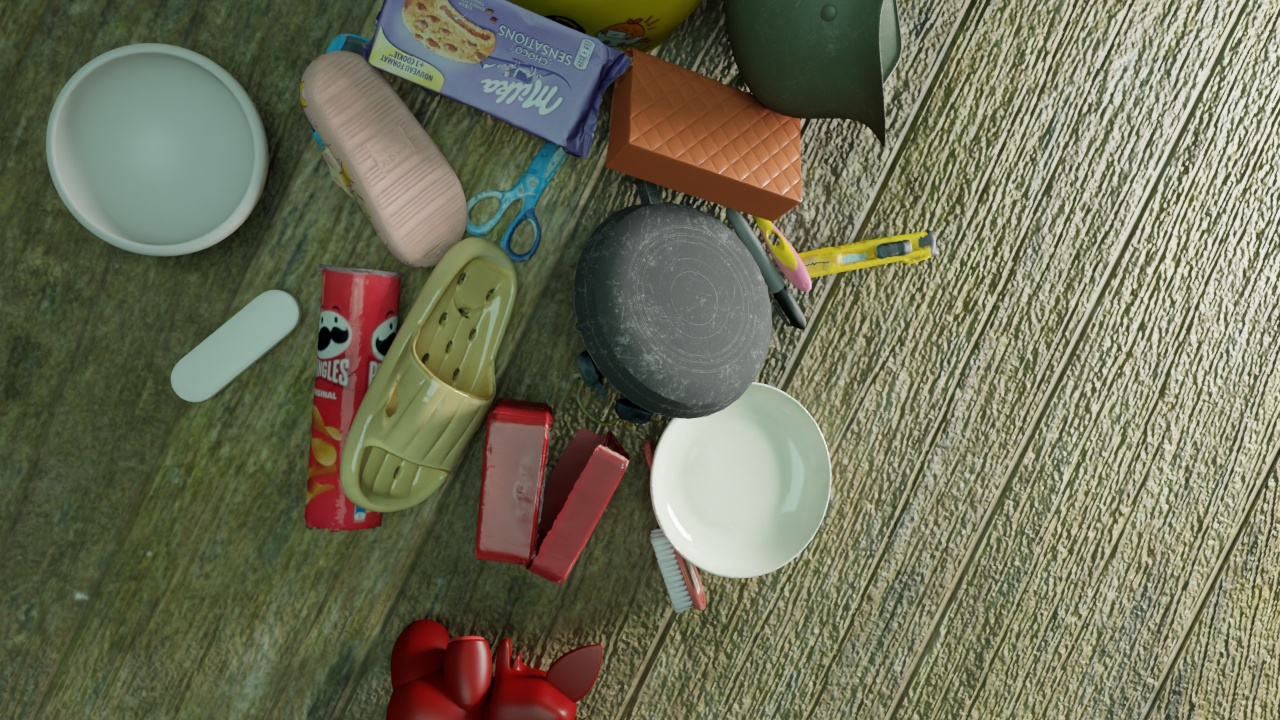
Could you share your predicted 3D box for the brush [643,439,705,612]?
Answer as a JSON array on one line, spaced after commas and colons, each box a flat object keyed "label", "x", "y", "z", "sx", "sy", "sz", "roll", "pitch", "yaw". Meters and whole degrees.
[{"label": "brush", "x": 0.023, "y": 0.160, "z": 0.876, "sx": 0.030, "sy": 0.041, "sz": 0.172, "roll": -17, "pitch": 93, "yaw": 11}]

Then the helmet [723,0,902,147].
[{"label": "helmet", "x": 0.149, "y": -0.307, "z": 0.782, "sx": 0.154, "sy": 0.227, "sz": 0.267, "roll": -7, "pitch": 82, "yaw": 13}]

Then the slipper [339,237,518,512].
[{"label": "slipper", "x": -0.165, "y": 0.018, "z": 0.804, "sx": 0.111, "sy": 0.079, "sz": 0.261, "roll": 31, "pitch": 78, "yaw": -47}]

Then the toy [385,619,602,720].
[{"label": "toy", "x": -0.133, "y": 0.323, "z": 0.830, "sx": 0.197, "sy": 0.120, "sz": 0.158, "roll": 2, "pitch": 91, "yaw": 4}]

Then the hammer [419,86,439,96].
[{"label": "hammer", "x": -0.265, "y": -0.380, "z": 0.804, "sx": 0.323, "sy": 0.051, "sz": 0.117, "roll": 40, "pitch": 89, "yaw": -6}]

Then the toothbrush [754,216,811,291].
[{"label": "toothbrush", "x": 0.122, "y": -0.122, "z": 0.870, "sx": 0.021, "sy": 0.016, "sz": 0.135, "roll": -34, "pitch": 93, "yaw": 4}]

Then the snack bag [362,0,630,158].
[{"label": "snack bag", "x": -0.121, "y": -0.253, "z": 0.771, "sx": 0.205, "sy": 0.058, "sz": 0.096, "roll": 23, "pitch": 99, "yaw": -8}]

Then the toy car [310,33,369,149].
[{"label": "toy car", "x": -0.265, "y": -0.240, "z": 0.824, "sx": 0.048, "sy": 0.032, "sz": 0.105, "roll": 15, "pitch": 94, "yaw": -7}]

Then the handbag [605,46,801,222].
[{"label": "handbag", "x": 0.057, "y": -0.200, "z": 0.817, "sx": 0.171, "sy": 0.060, "sz": 0.108, "roll": 13, "pitch": 69, "yaw": -24}]

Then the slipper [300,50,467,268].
[{"label": "slipper", "x": -0.231, "y": -0.174, "z": 0.810, "sx": 0.093, "sy": 0.082, "sz": 0.197, "roll": -42, "pitch": 119, "yaw": -30}]

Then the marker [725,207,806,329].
[{"label": "marker", "x": 0.118, "y": -0.087, "z": 0.878, "sx": 0.022, "sy": 0.016, "sz": 0.138, "roll": -31, "pitch": 95, "yaw": 21}]

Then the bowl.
[{"label": "bowl", "x": -0.408, "y": -0.178, "z": 0.797, "sx": 0.176, "sy": 0.066, "sz": 0.176, "roll": 0, "pitch": 94, "yaw": -5}]

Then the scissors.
[{"label": "scissors", "x": -0.098, "y": -0.156, "z": 0.856, "sx": 0.083, "sy": 0.015, "sz": 0.140, "roll": 42, "pitch": 88, "yaw": -5}]

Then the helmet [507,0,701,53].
[{"label": "helmet", "x": -0.031, "y": -0.374, "z": 0.757, "sx": 0.239, "sy": 0.140, "sz": 0.209, "roll": 2, "pitch": 93, "yaw": -24}]

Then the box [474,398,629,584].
[{"label": "box", "x": -0.097, "y": 0.105, "z": 0.800, "sx": 0.122, "sy": 0.157, "sz": 0.136, "roll": 24, "pitch": 89, "yaw": -9}]

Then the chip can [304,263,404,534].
[{"label": "chip can", "x": -0.258, "y": 0.034, "z": 0.822, "sx": 0.073, "sy": 0.073, "sz": 0.233, "roll": 5, "pitch": 94, "yaw": -6}]

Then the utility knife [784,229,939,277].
[{"label": "utility knife", "x": 0.213, "y": -0.100, "z": 0.886, "sx": 0.155, "sy": 0.017, "sz": 0.030, "roll": -11, "pitch": 86, "yaw": -1}]

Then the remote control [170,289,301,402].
[{"label": "remote control", "x": -0.369, "y": -0.013, "z": 0.838, "sx": 0.136, "sy": 0.013, "sz": 0.043, "roll": -40, "pitch": 96, "yaw": -2}]

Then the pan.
[{"label": "pan", "x": 0.017, "y": -0.124, "z": 0.823, "sx": 0.207, "sy": 0.040, "sz": 0.357, "roll": -14, "pitch": 85, "yaw": -32}]

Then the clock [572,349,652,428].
[{"label": "clock", "x": -0.005, "y": 0.005, "z": 0.855, "sx": 0.090, "sy": 0.052, "sz": 0.129, "roll": 44, "pitch": 93, "yaw": -6}]

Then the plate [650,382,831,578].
[{"label": "plate", "x": 0.092, "y": 0.111, "z": 0.866, "sx": 0.182, "sy": 0.034, "sz": 0.182, "roll": 0, "pitch": 89, "yaw": -17}]
